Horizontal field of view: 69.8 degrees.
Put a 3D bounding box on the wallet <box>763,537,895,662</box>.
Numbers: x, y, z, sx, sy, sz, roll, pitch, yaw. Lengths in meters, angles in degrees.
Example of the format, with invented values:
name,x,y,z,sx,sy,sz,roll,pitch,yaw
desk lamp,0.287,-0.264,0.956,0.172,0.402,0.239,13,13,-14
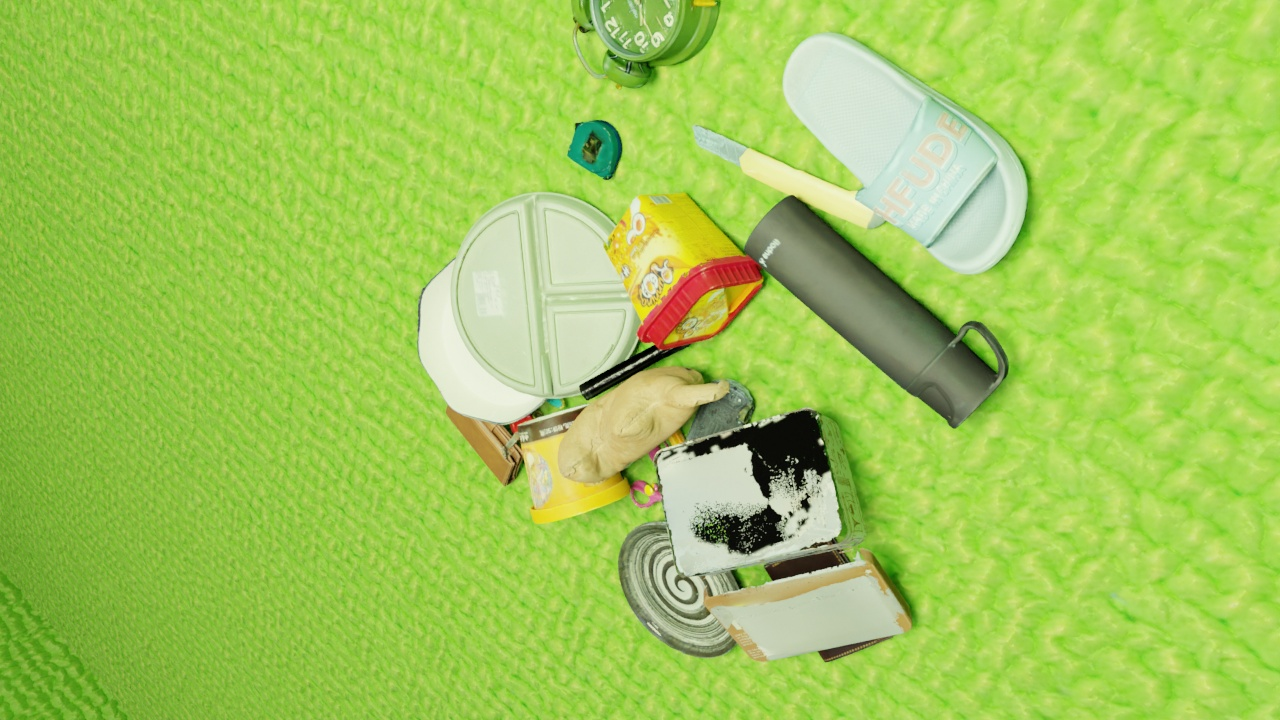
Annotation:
name,x,y,z,sx,sy,sz,roll,pitch,yaw
wallet,0.197,0.252,0.967,0.097,0.020,0.122,-37,84,36

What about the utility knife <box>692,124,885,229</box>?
name,x,y,z,sx,sy,sz,roll,pitch,yaw
utility knife,0.131,-0.168,0.836,0.208,0.021,0.031,27,122,18

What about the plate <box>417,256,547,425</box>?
name,x,y,z,sx,sy,sz,roll,pitch,yaw
plate,-0.172,-0.028,1.086,0.205,0.045,0.205,5,101,26

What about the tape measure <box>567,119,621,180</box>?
name,x,y,z,sx,sy,sz,roll,pitch,yaw
tape measure,-0.047,-0.220,0.947,0.058,0.025,0.055,35,128,20

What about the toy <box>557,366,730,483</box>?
name,x,y,z,sx,sy,sz,roll,pitch,yaw
toy,0.009,0.051,0.939,0.082,0.143,0.227,49,128,-6

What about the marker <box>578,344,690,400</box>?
name,x,y,z,sx,sy,sz,roll,pitch,yaw
marker,-0.006,0.006,0.976,0.132,0.022,0.020,-28,132,13

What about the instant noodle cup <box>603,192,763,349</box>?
name,x,y,z,sx,sy,sz,roll,pitch,yaw
instant noodle cup,0.035,-0.091,0.890,0.123,0.115,0.116,56,133,19

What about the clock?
name,x,y,z,sx,sy,sz,roll,pitch,yaw
clock,-0.003,-0.322,0.848,0.162,0.056,0.116,-28,90,42

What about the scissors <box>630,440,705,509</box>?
name,x,y,z,sx,sy,sz,roll,pitch,yaw
scissors,0.031,0.145,1.035,0.133,0.017,0.131,13,105,50

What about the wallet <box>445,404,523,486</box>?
name,x,y,z,sx,sy,sz,roll,pitch,yaw
wallet,-0.200,0.091,1.174,0.130,0.035,0.119,50,149,10

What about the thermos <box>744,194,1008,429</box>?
name,x,y,z,sx,sy,sz,roll,pitch,yaw
thermos,0.207,-0.052,0.799,0.242,0.068,0.090,42,130,14

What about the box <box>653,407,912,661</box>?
name,x,y,z,sx,sy,sz,roll,pitch,yaw
box,0.137,0.183,0.893,0.180,0.132,0.271,-19,100,23

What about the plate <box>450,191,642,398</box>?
name,x,y,z,sx,sy,sz,roll,pitch,yaw
plate,-0.107,-0.067,1.004,0.230,0.027,0.230,3,102,15

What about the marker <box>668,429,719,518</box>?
name,x,y,z,sx,sy,sz,roll,pitch,yaw
marker,0.061,0.123,1.016,0.015,0.018,0.124,-28,92,34

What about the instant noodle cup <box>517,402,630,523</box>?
name,x,y,z,sx,sy,sz,roll,pitch,yaw
instant noodle cup,-0.083,0.116,1.065,0.119,0.118,0.114,-16,90,41

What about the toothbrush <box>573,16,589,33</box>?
name,x,y,z,sx,sy,sz,roll,pitch,yaw
toothbrush,-0.100,-0.416,0.902,0.212,0.027,0.026,61,169,0

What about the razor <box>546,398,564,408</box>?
name,x,y,z,sx,sy,sz,roll,pitch,yaw
razor,-0.142,0.022,1.121,0.132,0.028,0.043,31,108,21

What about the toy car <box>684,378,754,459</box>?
name,x,y,z,sx,sy,sz,roll,pitch,yaw
toy car,0.080,0.076,0.970,0.054,0.036,0.121,29,114,19

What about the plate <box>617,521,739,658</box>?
name,x,y,z,sx,sy,sz,roll,pitch,yaw
plate,0.050,0.267,1.084,0.180,0.024,0.180,17,120,31

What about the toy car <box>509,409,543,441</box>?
name,x,y,z,sx,sy,sz,roll,pitch,yaw
toy car,-0.128,0.103,1.145,0.106,0.031,0.049,54,130,8

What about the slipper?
name,x,y,z,sx,sy,sz,roll,pitch,yaw
slipper,0.206,-0.173,0.741,0.245,0.074,0.104,47,129,14
